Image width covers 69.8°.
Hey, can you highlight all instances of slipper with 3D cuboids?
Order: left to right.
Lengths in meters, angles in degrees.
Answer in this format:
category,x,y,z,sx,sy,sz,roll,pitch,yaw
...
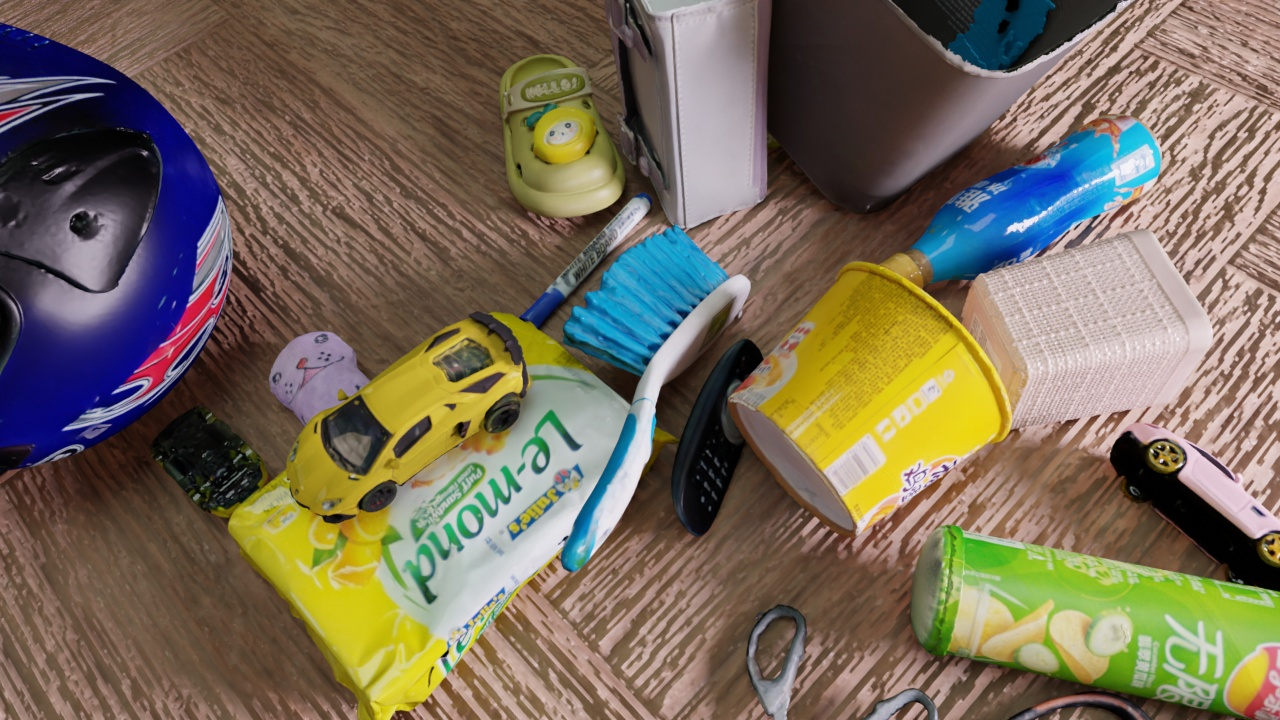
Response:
category,x,y,z,sx,sy,sz,roll,pitch,yaw
slipper,-0.074,-0.196,0.734,0.091,0.082,0.190,-17,54,-2

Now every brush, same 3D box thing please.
category,x,y,z,sx,sy,sz,roll,pitch,yaw
brush,-0.003,0.003,0.544,0.109,0.061,0.313,31,35,13

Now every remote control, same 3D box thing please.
category,x,y,z,sx,sy,sz,roll,pitch,yaw
remote control,0.047,0.046,0.582,0.024,0.053,0.136,1,53,37

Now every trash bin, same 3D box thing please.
category,x,y,z,sx,sy,sz,roll,pitch,yaw
trash bin,0.187,-0.233,0.625,0.198,0.220,0.199,-35,79,-16

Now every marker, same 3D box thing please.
category,x,y,z,sx,sy,sz,roll,pitch,yaw
marker,-0.039,-0.076,0.689,0.017,0.017,0.145,30,65,23

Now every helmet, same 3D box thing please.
category,x,y,z,sx,sy,sz,roll,pitch,yaw
helmet,-0.404,-0.047,0.571,0.248,0.240,0.314,-16,38,42

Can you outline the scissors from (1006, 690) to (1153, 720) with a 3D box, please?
category,x,y,z,sx,sy,sz,roll,pitch,yaw
scissors,0.176,0.230,0.469,0.222,0.015,0.189,34,67,24

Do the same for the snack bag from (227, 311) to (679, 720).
category,x,y,z,sx,sy,sz,roll,pitch,yaw
snack bag,-0.113,0.084,0.562,0.158,0.068,0.246,38,67,26

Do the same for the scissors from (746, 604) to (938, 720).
category,x,y,z,sx,sy,sz,roll,pitch,yaw
scissors,0.073,0.208,0.483,0.181,0.014,0.159,-16,47,-1

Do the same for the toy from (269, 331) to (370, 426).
category,x,y,z,sx,sy,sz,roll,pitch,yaw
toy,-0.216,0.024,0.630,0.083,0.039,0.108,-39,62,-8

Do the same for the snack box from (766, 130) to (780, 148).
category,x,y,z,sx,sy,sz,roll,pitch,yaw
snack box,0.111,-0.245,0.777,0.086,0.026,0.156,-8,57,1

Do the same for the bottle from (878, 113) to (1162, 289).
category,x,y,z,sx,sy,sz,roll,pitch,yaw
bottle,0.263,-0.102,0.647,0.218,0.065,0.065,-29,59,-11

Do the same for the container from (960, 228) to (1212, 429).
category,x,y,z,sx,sy,sz,roll,pitch,yaw
container,0.269,-0.016,0.577,0.111,0.090,0.089,-13,57,1

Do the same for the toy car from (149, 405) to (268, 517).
category,x,y,z,sx,sy,sz,roll,pitch,yaw
toy car,-0.286,0.068,0.613,0.105,0.032,0.048,28,64,34

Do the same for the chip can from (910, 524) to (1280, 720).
category,x,y,z,sx,sy,sz,roll,pitch,yaw
chip can,0.258,0.141,0.484,0.221,0.073,0.072,10,59,12

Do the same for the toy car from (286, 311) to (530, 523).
category,x,y,z,sx,sy,sz,roll,pitch,yaw
toy car,-0.135,0.033,0.534,0.155,0.041,0.071,-36,60,-17

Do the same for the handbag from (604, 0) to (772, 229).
category,x,y,z,sx,sy,sz,roll,pitch,yaw
handbag,0.027,-0.215,0.664,0.098,0.197,0.144,-17,56,-6

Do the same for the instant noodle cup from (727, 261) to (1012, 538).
category,x,y,z,sx,sy,sz,roll,pitch,yaw
instant noodle cup,0.127,0.029,0.541,0.109,0.138,0.138,-40,62,-8

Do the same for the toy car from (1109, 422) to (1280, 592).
category,x,y,z,sx,sy,sz,roll,pitch,yaw
toy car,0.326,0.084,0.525,0.037,0.056,0.122,-36,61,-9
